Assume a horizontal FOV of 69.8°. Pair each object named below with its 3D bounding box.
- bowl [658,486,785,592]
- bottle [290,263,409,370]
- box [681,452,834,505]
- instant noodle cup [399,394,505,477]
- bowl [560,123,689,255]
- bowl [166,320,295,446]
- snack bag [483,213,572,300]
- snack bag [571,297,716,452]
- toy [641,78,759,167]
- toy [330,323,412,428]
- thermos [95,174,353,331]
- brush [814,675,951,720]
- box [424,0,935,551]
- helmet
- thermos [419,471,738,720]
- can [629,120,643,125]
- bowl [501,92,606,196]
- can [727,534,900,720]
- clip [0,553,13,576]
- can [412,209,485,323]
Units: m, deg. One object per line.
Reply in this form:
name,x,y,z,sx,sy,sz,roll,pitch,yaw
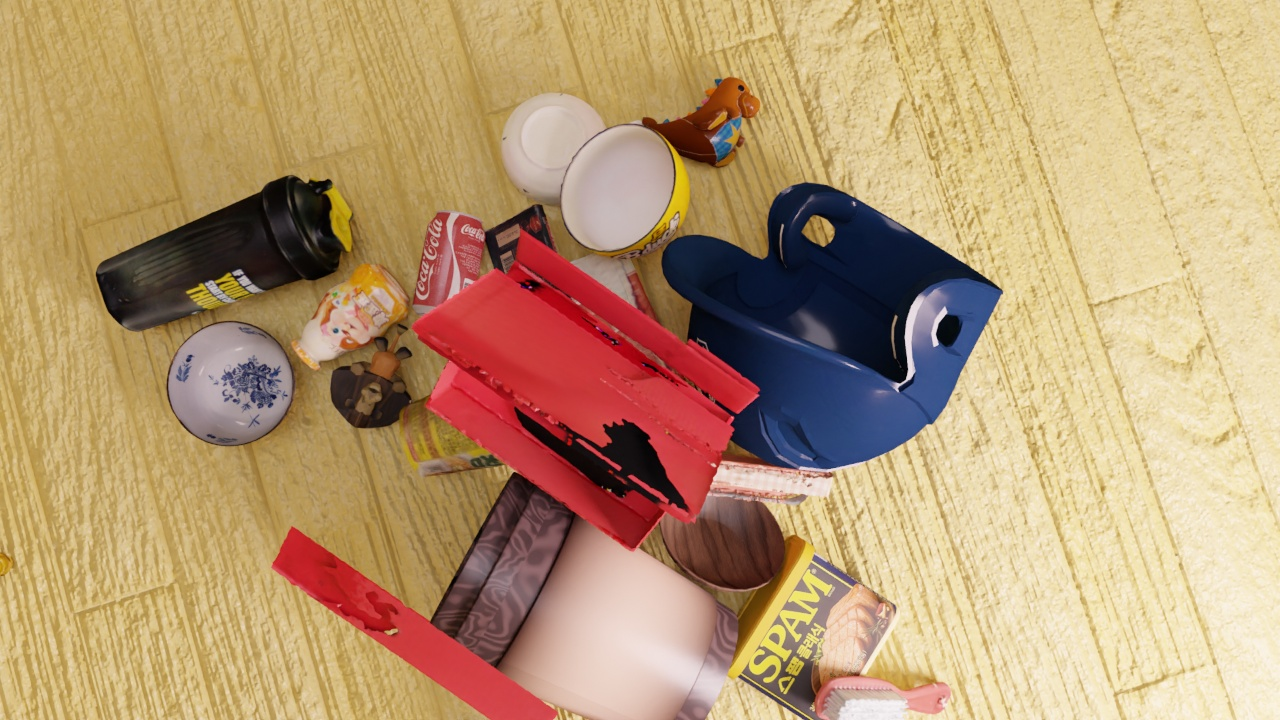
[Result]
bowl,0.068,0.162,0.825,0.119,0.032,0.119,13,43,-12
bottle,-0.266,-0.038,0.841,0.109,0.063,0.063,-40,87,-2
box,0.076,0.103,0.806,0.187,0.079,0.054,8,55,-16
instant noodle cup,-0.152,0.058,0.821,0.108,0.102,0.102,-17,86,6
bowl,-0.006,-0.143,0.817,0.117,0.067,0.117,-6,77,28
bowl,-0.368,0.022,0.844,0.114,0.045,0.114,0,86,-1
snack bag,-0.097,-0.060,0.847,0.075,0.018,0.155,-20,86,37
snack bag,-0.005,0.005,0.853,0.077,0.041,0.225,-24,88,-2
toy,0.057,-0.235,0.874,0.103,0.071,0.090,22,72,24
toy,-0.237,0.014,0.835,0.076,0.062,0.100,26,104,-16
thermos,-0.372,-0.097,0.834,0.221,0.098,0.098,-20,86,4
brush,0.220,0.298,0.793,0.172,0.030,0.041,14,98,-34
box,-0.003,-0.034,0.611,0.211,0.411,0.107,36,50,1
helmet,0.133,-0.021,0.757,0.272,0.232,0.223,19,111,-31
thermos,-0.047,0.218,0.778,0.226,0.173,0.172,29,86,-5
can,0.009,-0.179,0.869,0.032,0.032,0.095,-29,87,-3
bowl,-0.080,-0.201,0.860,0.105,0.054,0.105,0,86,1
can,0.149,0.243,0.819,0.104,0.075,0.135,33,86,-1
clip,-0.606,0.180,0.845,0.048,0.045,0.054,36,83,-42
can,-0.177,-0.087,0.850,0.054,0.054,0.096,10,86,0
